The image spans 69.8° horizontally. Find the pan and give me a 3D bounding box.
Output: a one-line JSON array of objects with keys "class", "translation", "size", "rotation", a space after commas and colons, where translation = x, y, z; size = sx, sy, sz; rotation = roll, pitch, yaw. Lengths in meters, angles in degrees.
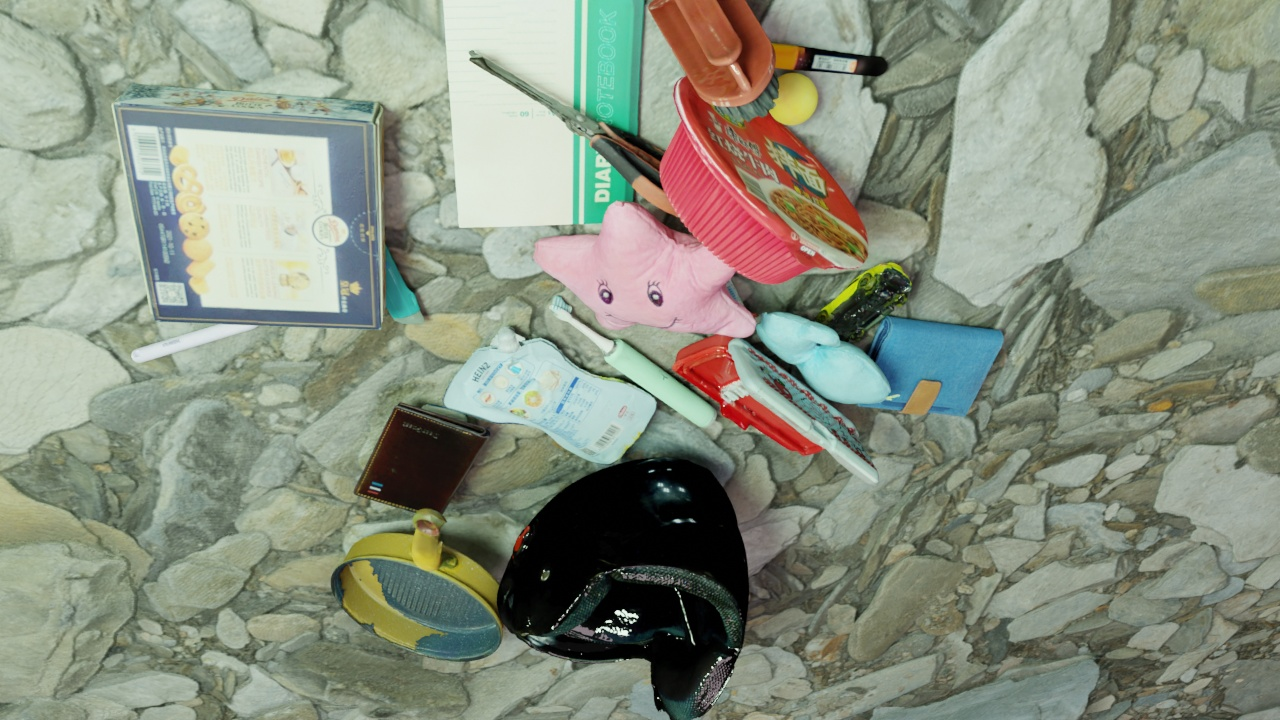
[{"class": "pan", "translation": [-0.223, 0.224, 0.942], "size": [0.197, 0.078, 0.358], "rotation": [21, 136, -3]}]

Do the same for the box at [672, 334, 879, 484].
[{"class": "box", "translation": [0.139, 0.044, 0.895], "size": [0.201, 0.155, 0.073], "rotation": [35, 81, -31]}]

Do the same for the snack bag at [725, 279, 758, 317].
[{"class": "snack bag", "translation": [0.074, -0.061, 0.853], "size": [0.048, 0.026, 0.104], "rotation": [-31, 127, 7]}]

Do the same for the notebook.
[{"class": "notebook", "translation": [-0.075, -0.199, 0.723], "size": [0.150, 0.012, 0.210], "rotation": [-3, 130, -9]}]

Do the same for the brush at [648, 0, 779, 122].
[{"class": "brush", "translation": [0.050, -0.226, 0.634], "size": [0.063, 0.145, 0.069], "rotation": [-30, 142, 13]}]

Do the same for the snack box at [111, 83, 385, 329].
[{"class": "snack box", "translation": [-0.294, -0.114, 0.718], "size": [0.182, 0.045, 0.178], "rotation": [2, 122, -10]}]

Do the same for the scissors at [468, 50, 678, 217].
[{"class": "scissors", "translation": [-0.033, -0.167, 0.696], "size": [0.206, 0.192, 0.015], "rotation": [-1, 138, -51]}]

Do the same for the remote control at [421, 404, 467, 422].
[{"class": "remote control", "translation": [-0.219, 0.098, 0.934], "size": [0.049, 0.024, 0.125], "rotation": [17, 125, -22]}]

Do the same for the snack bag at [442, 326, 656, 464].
[{"class": "snack bag", "translation": [-0.086, 0.038, 0.900], "size": [0.191, 0.038, 0.111], "rotation": [27, 125, -26]}]

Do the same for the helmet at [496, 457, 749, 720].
[{"class": "helmet", "translation": [-0.015, 0.225, 0.947], "size": [0.276, 0.229, 0.233], "rotation": [-23, 127, 41]}]

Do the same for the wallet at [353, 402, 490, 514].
[{"class": "wallet", "translation": [-0.217, 0.100, 0.907], "size": [0.096, 0.020, 0.123], "rotation": [20, 120, -24]}]

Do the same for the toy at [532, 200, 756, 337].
[{"class": "toy", "translation": [-0.003, -0.078, 0.776], "size": [0.195, 0.074, 0.179], "rotation": [6, 149, 22]}]

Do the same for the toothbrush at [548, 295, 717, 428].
[{"class": "toothbrush", "translation": [-0.005, 0.005, 0.894], "size": [0.027, 0.027, 0.224], "rotation": [-18, 137, 43]}]

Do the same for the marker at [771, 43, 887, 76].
[{"class": "marker", "translation": [0.138, -0.238, 0.727], "size": [0.123, 0.015, 0.018], "rotation": [1, 124, -15]}]

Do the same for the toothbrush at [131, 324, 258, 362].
[{"class": "toothbrush", "translation": [-0.360, -0.029, 0.806], "size": [0.189, 0.029, 0.021], "rotation": [-17, 168, 5]}]

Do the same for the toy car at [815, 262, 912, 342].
[{"class": "toy car", "translation": [0.211, -0.055, 0.880], "size": [0.048, 0.032, 0.105], "rotation": [23, 133, -24]}]

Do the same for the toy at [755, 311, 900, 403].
[{"class": "toy", "translation": [0.181, 0.002, 0.885], "size": [0.156, 0.049, 0.161], "rotation": [28, 168, 6]}]

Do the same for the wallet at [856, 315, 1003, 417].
[{"class": "wallet", "translation": [0.294, 0.008, 0.945], "size": [0.133, 0.040, 0.107], "rotation": [7, 123, -14]}]

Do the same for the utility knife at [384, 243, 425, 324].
[{"class": "utility knife", "translation": [-0.228, -0.100, 0.776], "size": [0.029, 0.013, 0.180], "rotation": [-17, 127, 1]}]

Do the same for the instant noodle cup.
[{"class": "instant noodle cup", "translation": [0.083, -0.126, 0.695], "size": [0.193, 0.193, 0.066], "rotation": [27, 125, -29]}]

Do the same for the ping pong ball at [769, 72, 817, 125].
[{"class": "ping pong ball", "translation": [0.121, -0.208, 0.730], "size": [0.040, 0.040, 0.040], "rotation": [-5, 130, -6]}]
